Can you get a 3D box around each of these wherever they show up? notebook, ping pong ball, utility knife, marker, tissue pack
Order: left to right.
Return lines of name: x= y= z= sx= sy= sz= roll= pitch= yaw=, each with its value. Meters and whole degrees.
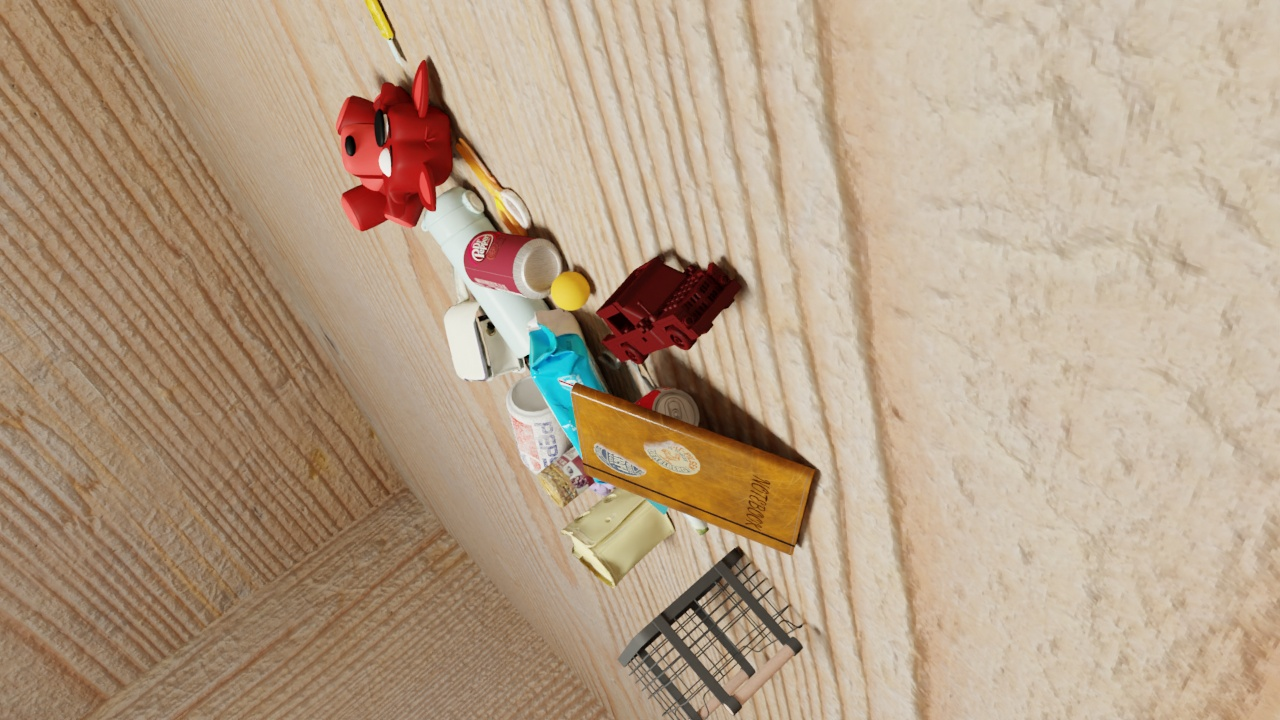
utility knife: x=-0.283 y=-0.385 z=0.938 sx=0.030 sy=0.017 sz=0.175 roll=40 pitch=160 yaw=53
ping pong ball: x=-0.072 y=-0.072 z=0.945 sx=0.040 sy=0.040 sz=0.040 roll=44 pitch=157 yaw=24
tissue pack: x=-0.063 y=0.046 z=1.036 sx=0.117 sy=0.066 sz=0.209 roll=-110 pitch=-6 yaw=-60
marker: x=0.028 y=0.129 z=1.001 sx=0.146 sy=0.017 sz=0.017 roll=55 pitch=159 yaw=-4
notebook: x=0.039 y=0.109 z=0.895 sx=0.249 sy=0.014 sz=0.179 roll=19 pitch=148 yaw=16

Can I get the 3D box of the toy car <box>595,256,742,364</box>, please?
toy car: x=0.014 y=-0.044 z=0.767 sx=0.062 sy=0.070 sz=0.170 roll=45 pitch=161 yaw=-11

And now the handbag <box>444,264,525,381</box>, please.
handbag: x=-0.215 y=-0.063 z=1.244 sx=0.151 sy=0.073 sz=0.176 roll=0 pitch=105 yaw=63

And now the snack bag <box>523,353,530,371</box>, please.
snack bag: x=-0.112 y=0.049 z=1.244 sx=0.155 sy=0.018 sz=0.075 roll=59 pitch=157 yaw=-17

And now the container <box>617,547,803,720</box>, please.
container: x=0.082 y=0.347 z=1.104 sx=0.130 sy=0.162 sz=0.242 roll=48 pitch=158 yaw=15

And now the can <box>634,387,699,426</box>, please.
can: x=0.014 y=0.068 z=0.936 sx=0.064 sy=0.064 sz=0.105 roll=53 pitch=150 yaw=1

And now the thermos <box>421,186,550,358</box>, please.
thermos: x=-0.174 y=-0.104 z=1.074 sx=0.078 sy=0.065 sz=0.207 roll=-29 pitch=98 yaw=31

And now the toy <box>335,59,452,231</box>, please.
toy: x=-0.270 y=-0.229 z=1.012 sx=0.197 sy=0.120 sz=0.158 roll=2 pitch=94 yaw=60

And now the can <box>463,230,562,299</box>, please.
can: x=-0.138 y=-0.104 z=0.984 sx=0.114 sy=0.063 sz=0.063 roll=16 pitch=138 yaw=46

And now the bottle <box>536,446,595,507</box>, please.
bottle: x=-0.077 y=0.138 z=1.192 sx=0.056 sy=0.105 sz=0.056 roll=44 pitch=157 yaw=23

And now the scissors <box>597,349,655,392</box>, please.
scissors: x=-0.013 y=-0.003 z=0.968 sx=0.172 sy=0.014 sz=0.141 roll=16 pitch=141 yaw=59

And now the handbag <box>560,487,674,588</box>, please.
handbag: x=-0.035 y=0.227 z=1.224 sx=0.111 sy=0.119 sz=0.081 roll=19 pitch=143 yaw=55

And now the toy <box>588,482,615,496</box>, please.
toy: x=-0.062 y=0.159 z=1.291 sx=0.080 sy=0.036 sz=0.100 roll=39 pitch=154 yaw=23

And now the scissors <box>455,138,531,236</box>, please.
scissors: x=-0.158 y=-0.189 z=0.980 sx=0.131 sy=0.012 sz=0.074 roll=55 pitch=158 yaw=-8

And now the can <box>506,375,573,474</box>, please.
can: x=-0.128 y=0.087 z=1.208 sx=0.078 sy=0.078 sz=0.136 roll=39 pitch=151 yaw=33
